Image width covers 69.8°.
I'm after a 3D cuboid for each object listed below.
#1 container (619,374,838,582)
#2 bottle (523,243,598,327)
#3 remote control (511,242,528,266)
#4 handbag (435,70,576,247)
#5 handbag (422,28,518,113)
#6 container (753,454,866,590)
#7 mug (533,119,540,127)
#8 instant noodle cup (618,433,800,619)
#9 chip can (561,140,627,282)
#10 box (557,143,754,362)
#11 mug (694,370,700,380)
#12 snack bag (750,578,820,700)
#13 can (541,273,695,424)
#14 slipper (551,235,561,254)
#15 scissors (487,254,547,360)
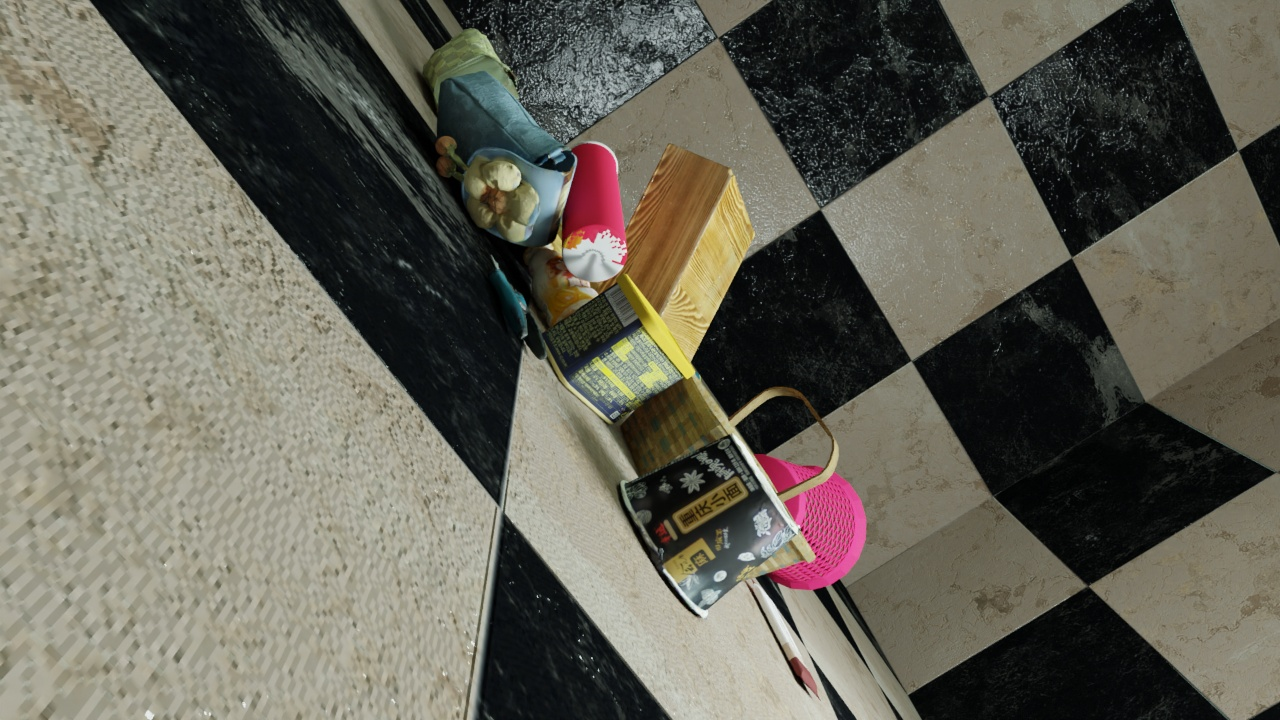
[{"bbox_3d":[0.118,0.112,1.011,0.250,0.186,0.157,53,7,-35],"label":"container"},{"bbox_3d":[-0.089,-0.081,0.989,0.108,0.063,0.063,57,5,27],"label":"bottle"},{"bbox_3d":[-0.163,-0.168,1.101,0.136,0.015,0.032,55,5,10],"label":"remote control"},{"bbox_3d":[-0.153,-0.208,0.952,0.192,0.118,0.122,48,-38,20],"label":"handbag"},{"bbox_3d":[-0.225,-0.367,1.244,0.117,0.113,0.186,61,0,-43],"label":"handbag"},{"bbox_3d":[0.193,0.214,1.267,0.225,0.183,0.183,33,23,-58],"label":"container"},{"bbox_3d":[-0.175,-0.284,1.292,0.094,0.085,0.121,50,47,-33],"label":"mug"},{"bbox_3d":[0.064,0.134,0.800,0.137,0.112,0.137,55,5,-7],"label":"instant noodle cup"},{"bbox_3d":[-0.055,-0.171,1.024,0.069,0.069,0.220,53,17,-32],"label":"chip can"},{"bbox_3d":[-0.050,-0.147,1.266,0.315,0.282,0.279,24,-2,13],"label":"box"},{"bbox_3d":[0.035,0.009,1.542,0.121,0.078,0.078,48,8,-25],"label":"mug"},{"bbox_3d":[0.174,0.337,1.118,0.057,0.013,0.157,55,5,-41],"label":"snack bag"},{"bbox_3d":[-0.022,-0.007,0.909,0.075,0.104,0.135,60,6,31],"label":"can"},{"bbox_3d":[-0.131,-0.204,1.091,0.263,0.078,0.099,56,7,17],"label":"slipper"},{"bbox_3d":[-0.116,-0.055,0.823,0.128,0.019,0.140,56,3,0],"label":"scissors"}]
